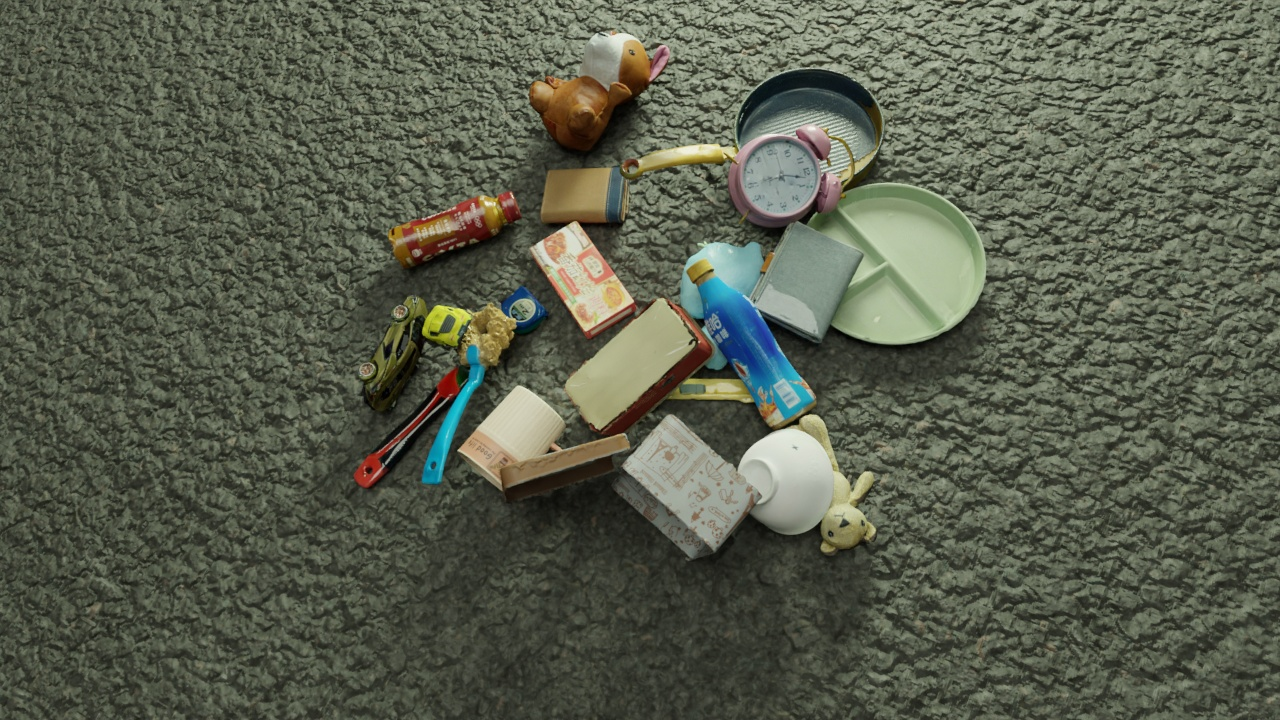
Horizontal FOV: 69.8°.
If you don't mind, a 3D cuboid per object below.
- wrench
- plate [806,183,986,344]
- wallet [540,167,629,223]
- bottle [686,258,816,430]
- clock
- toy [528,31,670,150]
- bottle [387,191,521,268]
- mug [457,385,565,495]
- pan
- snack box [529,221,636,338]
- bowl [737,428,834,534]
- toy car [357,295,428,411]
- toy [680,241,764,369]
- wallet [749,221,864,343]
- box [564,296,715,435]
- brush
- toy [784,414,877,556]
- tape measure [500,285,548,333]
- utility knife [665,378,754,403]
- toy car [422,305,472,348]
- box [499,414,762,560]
[{"bbox_3d":[-0.262,0.050,1.161,0.056,0.016,0.273,31,74,23],"label":"wrench"},{"bbox_3d":[0.311,-0.120,1.148,0.230,0.027,0.229,-3,67,6],"label":"plate"},{"bbox_3d":[-0.074,-0.223,1.246,0.115,0.033,0.090,0,64,9],"label":"wallet"},{"bbox_3d":[0.123,-0.023,1.082,0.065,0.065,0.218,-32,81,-7],"label":"bottle"},{"bbox_3d":[0.189,-0.231,1.144,0.158,0.060,0.117,-15,94,-1],"label":"clock"},{"bbox_3d":[-0.059,-0.389,1.274,0.140,0.131,0.199,35,66,26],"label":"toy"},{"bbox_3d":[-0.248,-0.179,1.236,0.175,0.057,0.057,-21,65,-2],"label":"bottle"},{"bbox_3d":[-0.139,0.104,1.088,0.114,0.082,0.105,38,74,6],"label":"mug"},{"bbox_3d":[0.147,-0.286,1.216,0.357,0.078,0.197,-18,65,0],"label":"pan"},{"bbox_3d":[-0.076,-0.107,1.198,0.075,0.025,0.153,-32,66,-6],"label":"snack box"},{"bbox_3d":[0.145,0.133,1.008,0.118,0.064,0.118,-6,82,44],"label":"bowl"},{"bbox_3d":[-0.308,-0.010,1.164,0.042,0.070,0.158,16,70,14],"label":"toy car"},{"bbox_3d":[0.099,-0.079,1.148,0.161,0.050,0.156,-33,76,-3],"label":"toy"},{"bbox_3d":[0.199,-0.097,1.122,0.106,0.037,0.129,27,74,8],"label":"wallet"},{"bbox_3d":[-0.006,0.007,1.081,0.168,0.076,0.091,-42,67,12],"label":"box"},{"bbox_3d":[-0.212,0.034,1.105,0.083,0.046,0.254,-3,54,26],"label":"brush"},{"bbox_3d":[0.208,0.137,1.029,0.105,0.066,0.157,-22,72,4],"label":"toy"},{"bbox_3d":[-0.153,-0.062,1.190,0.054,0.025,0.058,-40,64,-8],"label":"tape measure"},{"bbox_3d":[0.060,0.038,1.125,0.205,0.021,0.031,-2,67,13],"label":"utility knife"},{"bbox_3d":[-0.246,-0.046,1.145,0.105,0.032,0.048,12,74,55],"label":"toy car"},{"bbox_3d":[-0.014,0.128,0.977,0.270,0.180,0.134,13,75,-3],"label":"box"}]
